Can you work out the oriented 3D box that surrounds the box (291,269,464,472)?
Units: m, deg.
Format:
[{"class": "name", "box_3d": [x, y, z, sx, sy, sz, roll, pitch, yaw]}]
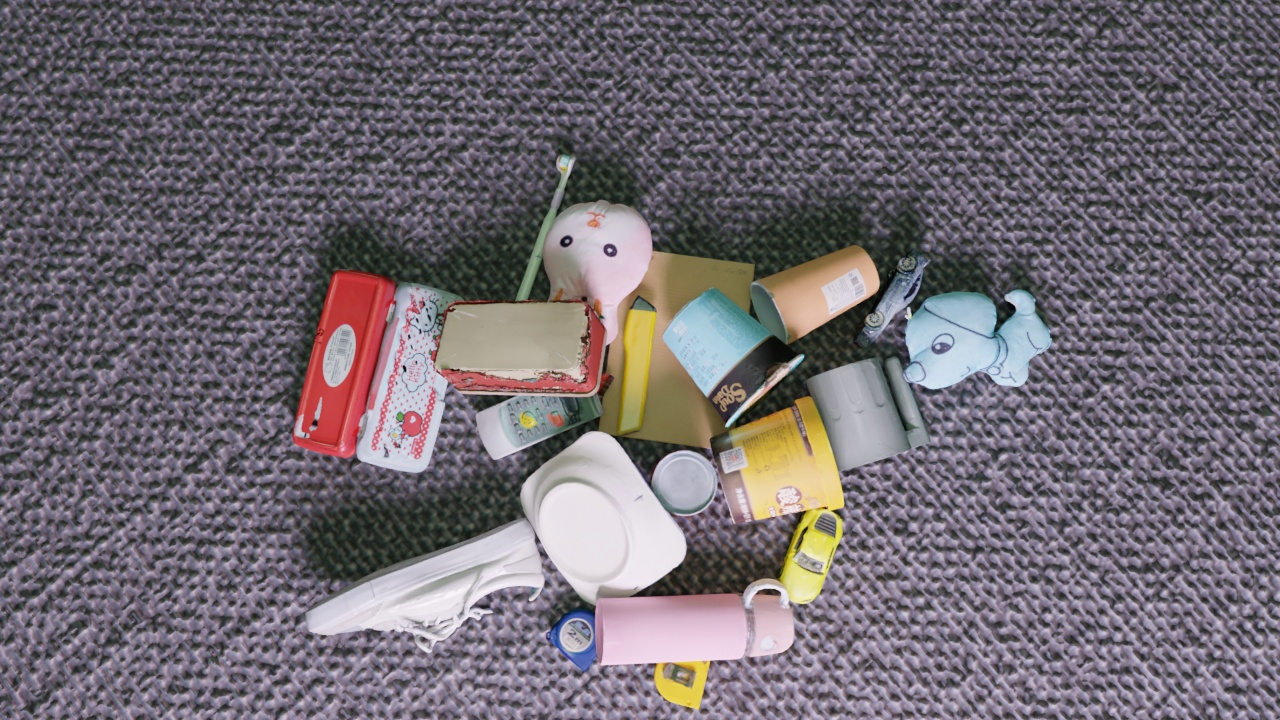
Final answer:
[{"class": "box", "box_3d": [-0.281, 0.010, 0.986, 0.160, 0.065, 0.201, 12, 84, -2]}]

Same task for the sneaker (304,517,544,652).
[{"class": "sneaker", "box_3d": [-0.215, 0.246, 0.943, 0.242, 0.089, 0.090, -19, 87, -9]}]

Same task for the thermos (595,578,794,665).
[{"class": "thermos", "box_3d": [0.056, 0.264, 0.932, 0.198, 0.067, 0.087, 0, 115, -8]}]

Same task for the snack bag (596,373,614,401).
[{"class": "snack bag", "box_3d": [-0.082, 0.011, 0.998, 0.104, 0.026, 0.048, 30, 87, 10]}]

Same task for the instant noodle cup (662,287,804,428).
[{"class": "instant noodle cup", "box_3d": [0.090, -0.010, 0.959, 0.111, 0.111, 0.120, -41, 79, -5]}]

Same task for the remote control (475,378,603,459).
[{"class": "remote control", "box_3d": [-0.109, 0.058, 0.980, 0.135, 0.019, 0.056, -22, 87, 11]}]

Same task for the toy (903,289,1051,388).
[{"class": "toy", "box_3d": [0.358, -0.024, 0.996, 0.156, 0.050, 0.161, 37, 85, -3]}]

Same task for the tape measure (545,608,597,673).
[{"class": "tape measure", "box_3d": [-0.063, 0.289, 0.964, 0.058, 0.025, 0.054, 42, 82, 1]}]

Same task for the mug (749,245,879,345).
[{"class": "mug", "box_3d": [0.190, -0.074, 0.991, 0.122, 0.078, 0.078, -25, 83, -8]}]

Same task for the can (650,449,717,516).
[{"class": "can", "box_3d": [0.043, 0.127, 0.951, 0.066, 0.094, 0.066, 0, 82, 0]}]

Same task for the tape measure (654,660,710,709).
[{"class": "tape measure", "box_3d": [0.043, 0.329, 0.958, 0.057, 0.029, 0.060, 14, 82, 2]}]

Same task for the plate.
[{"class": "plate", "box_3d": [-0.049, 0.169, 0.931, 0.164, 0.034, 0.164, -40, 83, 33]}]

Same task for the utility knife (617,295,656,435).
[{"class": "utility knife", "box_3d": [-0.006, 0.006, 0.995, 0.033, 0.015, 0.153, 7, 84, 6]}]

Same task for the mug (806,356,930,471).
[{"class": "mug", "box_3d": [0.245, 0.054, 0.977, 0.123, 0.084, 0.103, -13, 81, -29]}]

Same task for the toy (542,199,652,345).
[{"class": "toy", "box_3d": [-0.052, -0.096, 0.998, 0.121, 0.054, 0.159, 11, 90, 15]}]

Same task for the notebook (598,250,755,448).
[{"class": "notebook", "box_3d": [0.041, -0.014, 1.012, 0.149, 0.012, 0.211, 8, 83, 0]}]

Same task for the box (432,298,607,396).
[{"class": "box", "box_3d": [-0.127, -0.014, 0.947, 0.168, 0.077, 0.091, 0, 67, 18]}]

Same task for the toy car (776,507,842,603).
[{"class": "toy car", "box_3d": [0.181, 0.207, 0.973, 0.048, 0.032, 0.105, 23, 85, 2]}]

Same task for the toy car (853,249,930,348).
[{"class": "toy car", "box_3d": [0.273, -0.065, 0.998, 0.037, 0.054, 0.120, 34, 84, 6]}]

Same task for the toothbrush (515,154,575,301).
[{"class": "toothbrush", "box_3d": [-0.110, -0.140, 1.025, 0.020, 0.029, 0.189, 22, 83, -39]}]

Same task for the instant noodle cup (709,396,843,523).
[{"class": "instant noodle cup", "box_3d": [0.138, 0.109, 0.948, 0.114, 0.118, 0.118, -16, 83, 5]}]
